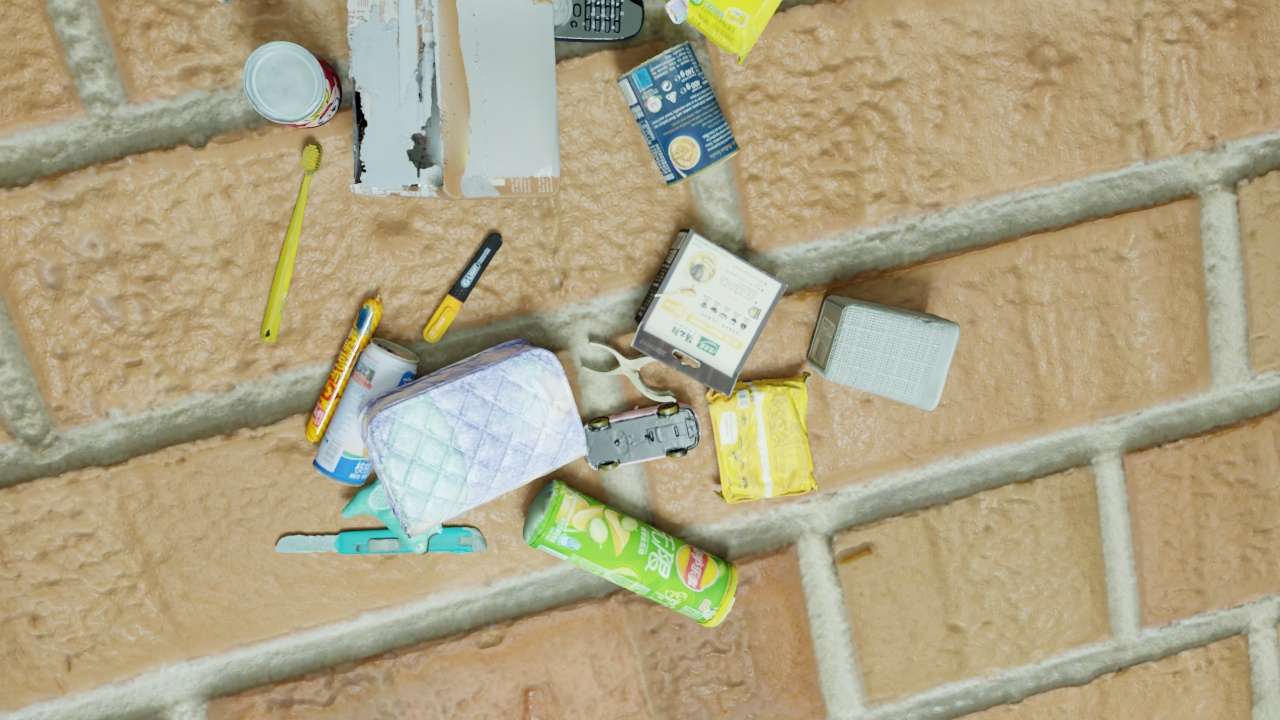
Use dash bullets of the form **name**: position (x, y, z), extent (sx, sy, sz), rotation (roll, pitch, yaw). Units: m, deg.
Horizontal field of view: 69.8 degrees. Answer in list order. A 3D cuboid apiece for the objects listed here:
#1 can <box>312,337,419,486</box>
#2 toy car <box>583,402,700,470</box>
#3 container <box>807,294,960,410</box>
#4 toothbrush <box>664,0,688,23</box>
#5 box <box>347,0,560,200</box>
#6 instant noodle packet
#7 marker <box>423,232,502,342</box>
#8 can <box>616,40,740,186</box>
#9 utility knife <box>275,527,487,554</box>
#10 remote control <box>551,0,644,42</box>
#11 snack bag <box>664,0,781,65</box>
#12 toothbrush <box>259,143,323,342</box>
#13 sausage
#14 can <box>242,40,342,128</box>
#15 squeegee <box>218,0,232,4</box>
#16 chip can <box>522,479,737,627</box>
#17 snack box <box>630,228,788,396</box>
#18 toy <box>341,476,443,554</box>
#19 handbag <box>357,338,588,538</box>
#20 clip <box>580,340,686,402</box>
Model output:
- **can**: position (-0.260, 0.049, 0.871), extent (0.053, 0.053, 0.134), rotation (25, 97, -12)
- **toy car**: position (0.000, 0.075, 0.922), extent (0.122, 0.037, 0.056), rotation (-12, 100, 7)
- **container**: position (0.236, -0.012, 0.909), extent (0.114, 0.090, 0.090), rotation (13, 99, -7)
- **toothbrush**: position (0.100, -0.355, 0.783), extent (0.189, 0.029, 0.021), rotation (-38, 67, 2)
- **box**: position (-0.150, -0.228, 0.779), extent (0.178, 0.153, 0.182), rotation (1, 102, -10)
- **instant noodle packet**: position (0.123, 0.077, 0.935), extent (0.110, 0.044, 0.128), rotation (-7, 100, -5)
- **marker**: position (-0.170, -0.069, 0.878), extent (0.018, 0.015, 0.124), rotation (33, 94, -17)
- **can**: position (0.034, -0.226, 0.842), extent (0.075, 0.075, 0.111), rotation (-28, 104, -2)
- **utility knife**: position (-0.258, 0.183, 0.919), extent (0.207, 0.013, 0.029), rotation (0, 97, -8)
- **remote control**: position (-0.065, -0.318, 0.836), extent (0.136, 0.024, 0.053), rotation (1, 103, -7)
- **snack bag**: position (0.042, -0.393, 0.812), extent (0.246, 0.068, 0.158), rotation (32, 97, -14)
- **toothbrush**: position (-0.324, -0.108, 0.848), extent (0.015, 0.016, 0.190), rotation (16, 99, -10)
- **sausage**: position (-0.283, 0.010, 0.876), extent (0.021, 0.021, 0.165), rotation (25, 97, -12)
- **can**: position (-0.294, -0.234, 0.786), extent (0.066, 0.094, 0.066), rotation (-2, 102, -8)
- **squeegee**: position (-0.405, -0.451, 0.753), extent (0.246, 0.039, 0.246), rotation (23, 85, -12)
- **chip can**: position (-0.011, 0.194, 0.926), extent (0.221, 0.072, 0.072), rotation (27, 97, -13)
- **snack box**: position (0.063, -0.047, 0.893), extent (0.113, 0.053, 0.125), rotation (28, 94, -13)
- **toy**: position (-0.230, 0.146, 0.906), extent (0.096, 0.030, 0.092), rotation (-44, 99, -14)
- **handbag**: position (-0.155, 0.068, 0.860), extent (0.193, 0.075, 0.134), rotation (-23, 109, -18)
- **clip**: position (0.001, -0.004, 0.908), extent (0.104, 0.034, 0.083), rotation (34, 99, -5)
